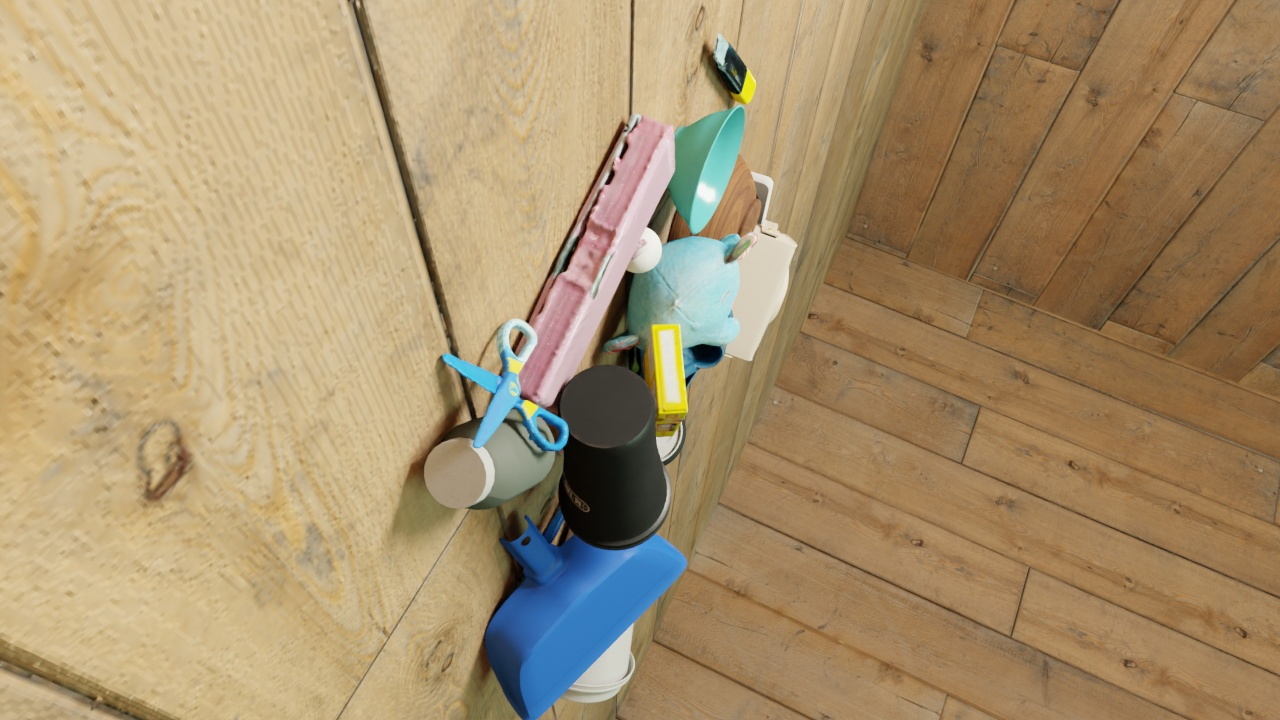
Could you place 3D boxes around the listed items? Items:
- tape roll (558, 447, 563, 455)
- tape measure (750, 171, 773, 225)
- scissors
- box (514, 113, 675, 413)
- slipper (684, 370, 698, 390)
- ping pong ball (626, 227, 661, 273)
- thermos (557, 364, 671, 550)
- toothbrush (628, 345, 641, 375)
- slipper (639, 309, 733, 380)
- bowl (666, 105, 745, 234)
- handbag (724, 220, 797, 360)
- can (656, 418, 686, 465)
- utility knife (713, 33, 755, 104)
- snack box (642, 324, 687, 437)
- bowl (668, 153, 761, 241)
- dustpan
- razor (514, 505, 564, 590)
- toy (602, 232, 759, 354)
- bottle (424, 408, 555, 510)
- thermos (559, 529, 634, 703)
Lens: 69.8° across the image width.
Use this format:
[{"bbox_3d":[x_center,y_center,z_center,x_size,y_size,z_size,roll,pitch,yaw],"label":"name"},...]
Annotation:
[{"bbox_3d":[-0.051,0.054,0.903,0.093,0.019,0.094,-60,167,-25],"label":"tape roll"},{"bbox_3d":[0.122,-0.193,1.080,0.064,0.065,0.016,96,21,-47],"label":"tape measure"},{"bbox_3d":[-0.085,0.014,0.600,0.125,0.016,0.125,35,38,-51],"label":"scissors"},{"bbox_3d":[-0.038,-0.071,0.704,0.098,0.041,0.232,72,43,-83],"label":"box"},{"bbox_3d":[0.041,0.010,1.127,0.104,0.059,0.213,-68,166,12],"label":"slipper"},{"bbox_3d":[-0.002,-0.095,0.789,0.040,0.040,0.040,-61,166,-26],"label":"ping pong ball"},{"bbox_3d":[-0.025,0.084,0.780,0.105,0.106,0.219,-61,167,-24],"label":"thermos"},{"bbox_3d":[-0.005,0.005,0.879,0.187,0.014,0.017,-93,171,-69],"label":"toothbrush"},{"bbox_3d":[0.056,-0.034,1.029,0.213,0.059,0.104,-39,109,-53],"label":"slipper"},{"bbox_3d":[0.051,-0.181,0.840,0.120,0.046,0.121,-61,166,-26],"label":"bowl"},{"bbox_3d":[0.156,-0.113,1.346,0.197,0.101,0.195,-68,178,-74],"label":"handbag"},{"bbox_3d":[0.005,0.080,0.990,0.146,0.080,0.080,105,10,-82],"label":"can"},{"bbox_3d":[0.089,-0.281,0.886,0.197,0.020,0.029,-14,125,-76],"label":"utility knife"},{"bbox_3d":[0.020,0.022,0.815,0.152,0.025,0.075,102,-16,-78],"label":"snack box"},{"bbox_3d":[0.090,-0.157,1.000,0.147,0.069,0.147,-61,166,-26],"label":"bowl"},{"bbox_3d":[-0.073,0.228,0.912,0.245,0.059,0.258,-42,150,-14],"label":"dustpan"},{"bbox_3d":[-0.098,0.193,0.960,0.140,0.018,0.044,-64,145,-25],"label":"razor"},{"bbox_3d":[0.049,-0.060,0.899,0.184,0.115,0.180,-40,177,13],"label":"toy"},{"bbox_3d":[-0.101,0.067,0.619,0.060,0.060,0.108,-69,168,9],"label":"bottle"},{"bbox_3d":[-0.054,0.270,1.070,0.131,0.131,0.222,-28,132,-71],"label":"thermos"}]
